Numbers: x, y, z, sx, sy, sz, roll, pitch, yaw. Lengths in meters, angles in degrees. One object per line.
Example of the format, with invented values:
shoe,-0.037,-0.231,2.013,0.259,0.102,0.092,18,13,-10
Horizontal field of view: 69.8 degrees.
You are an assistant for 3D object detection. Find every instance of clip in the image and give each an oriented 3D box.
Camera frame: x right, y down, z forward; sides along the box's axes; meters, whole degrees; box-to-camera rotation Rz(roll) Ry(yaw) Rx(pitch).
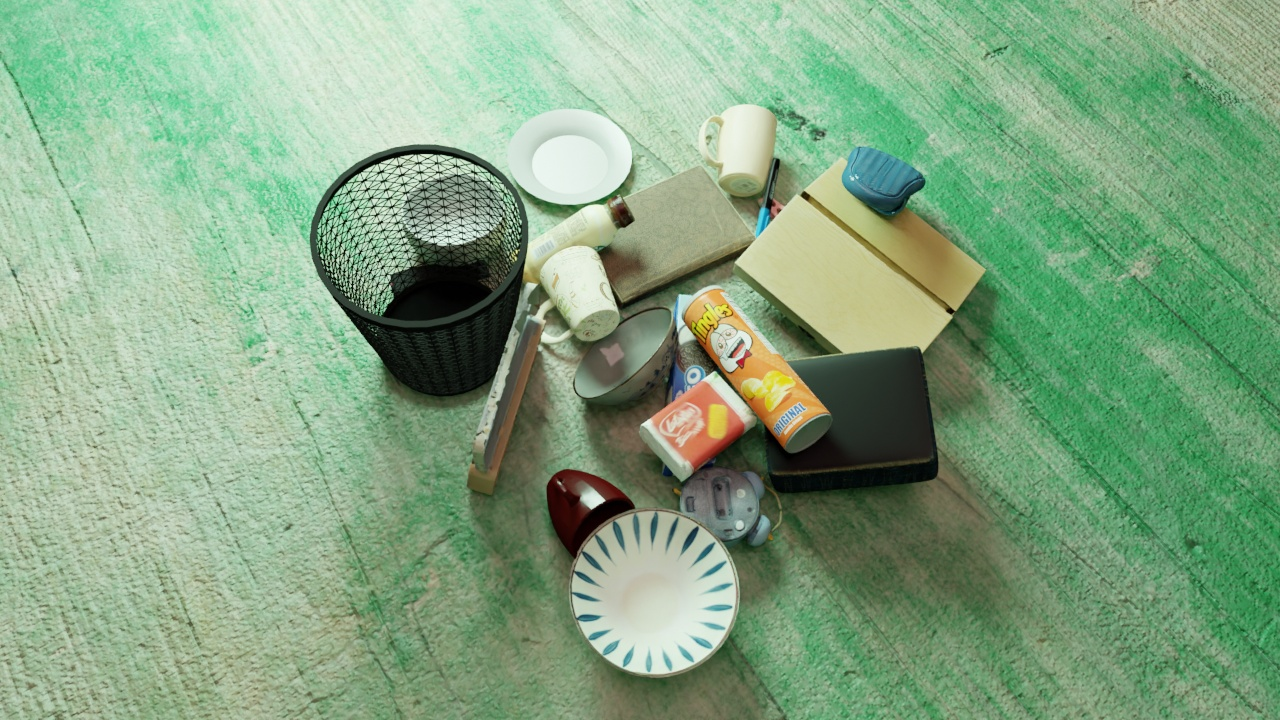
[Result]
clip,0.183,-0.204,1.264,0.035,0.022,0.057,-36,64,-17

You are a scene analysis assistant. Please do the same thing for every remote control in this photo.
remote control,-0.261,-0.109,1.192,0.124,0.010,0.039,-12,63,-10

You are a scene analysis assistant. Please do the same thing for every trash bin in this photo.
trash bin,-0.232,-0.080,1.037,0.217,0.244,0.216,2,65,-4

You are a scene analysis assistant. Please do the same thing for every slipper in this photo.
slipper,0.303,-0.229,1.183,0.104,0.059,0.213,35,31,11

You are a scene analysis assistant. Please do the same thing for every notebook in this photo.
notebook,0.043,-0.153,1.219,0.215,0.035,0.190,-26,67,-16

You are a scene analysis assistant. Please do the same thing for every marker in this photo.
marker,0.174,-0.216,1.246,0.015,0.018,0.123,8,82,35

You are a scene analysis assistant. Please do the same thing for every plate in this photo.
plate,-0.099,-0.283,1.291,0.173,0.019,0.172,1,61,-2

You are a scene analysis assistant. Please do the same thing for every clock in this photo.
clock,0.100,0.168,1.037,0.124,0.052,0.088,-2,60,-5

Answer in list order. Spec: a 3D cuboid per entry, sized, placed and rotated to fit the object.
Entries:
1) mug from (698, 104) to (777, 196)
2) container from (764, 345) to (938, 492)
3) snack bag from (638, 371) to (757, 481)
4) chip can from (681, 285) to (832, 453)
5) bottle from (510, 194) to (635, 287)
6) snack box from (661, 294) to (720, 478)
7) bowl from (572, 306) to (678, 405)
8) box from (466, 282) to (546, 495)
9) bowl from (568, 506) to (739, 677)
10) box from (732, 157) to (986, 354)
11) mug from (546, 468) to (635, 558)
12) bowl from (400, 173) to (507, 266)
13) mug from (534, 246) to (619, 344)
mug,0.131,-0.290,1.264,0.111,0.085,0.104,15,70,-24
container,0.237,0.068,1.053,0.188,0.071,0.145,-7,64,14
snack bag,0.065,0.073,1.031,0.115,0.036,0.077,-35,71,-21
chip can,0.128,0.007,1.039,0.062,0.062,0.210,-26,58,-17
bottle,-0.085,-0.153,1.167,0.162,0.056,0.056,-30,65,7
snack box,0.062,0.029,1.108,0.059,0.060,0.225,8,61,-4
bowl,-0.006,0.006,1.095,0.057,0.151,0.150,50,62,-24
box,-0.149,0.033,1.042,0.043,0.149,0.215,19,62,-8
bowl,0.013,0.252,0.976,0.177,0.071,0.177,1,61,-2
box,0.288,-0.121,1.178,0.247,0.097,0.260,41,61,8
mug,-0.071,0.154,1.008,0.087,0.114,0.088,-44,50,-6
bowl,-0.240,-0.175,1.194,0.132,0.064,0.131,1,53,-1
mug,-0.086,-0.067,1.141,0.122,0.081,0.097,-36,58,15
